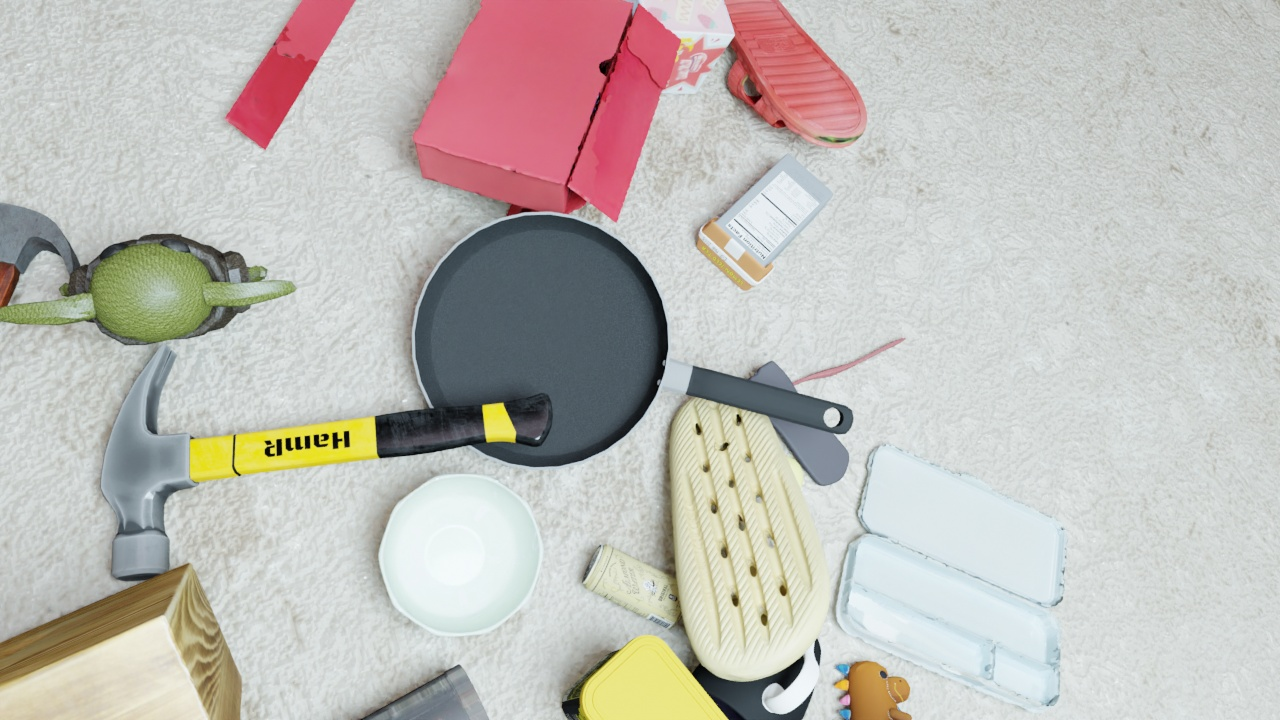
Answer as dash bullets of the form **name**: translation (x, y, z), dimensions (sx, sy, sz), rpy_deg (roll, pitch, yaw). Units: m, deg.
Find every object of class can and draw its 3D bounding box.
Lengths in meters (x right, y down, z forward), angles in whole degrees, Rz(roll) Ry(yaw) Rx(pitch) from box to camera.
- **can**: translation (-0.003, 0.178, 0.724), dimensions (0.079, 0.038, 0.038), rpy_deg (27, 64, -4)
- **can**: translation (0.010, 0.269, 0.655), dimensions (0.072, 0.101, 0.131), rpy_deg (-37, 82, -26)

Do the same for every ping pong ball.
- **ping pong ball**: translation (0.120, 0.101, 0.790), dimensions (0.040, 0.040, 0.040), rpy_deg (6, 67, -14)

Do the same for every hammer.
- **hammer**: translation (-0.493, 0.022, 0.654), dimensions (0.111, 0.028, 0.300), rpy_deg (11, 66, -11)
- **hammer**: translation (-0.227, 0.057, 0.685), dimensions (0.324, 0.034, 0.169), rpy_deg (-7, 70, -8)

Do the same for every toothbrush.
- **toothbrush**: translation (0.181, 0.011, 0.859), dimensions (0.184, 0.015, 0.015), rpy_deg (-22, 79, -24)

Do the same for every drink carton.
- **drink carton**: translation (0.120, -0.133, 0.880), dimensions (0.076, 0.049, 0.124), rpy_deg (43, 64, 4)

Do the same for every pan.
- **pan**: translation (-0.005, 0.004, 0.741), dimensions (0.355, 0.044, 0.204), rpy_deg (15, 88, -1)

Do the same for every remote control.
- **remote control**: translation (0.140, 0.059, 0.818), dimensions (0.046, 0.009, 0.124), rpy_deg (-43, 97, -24)

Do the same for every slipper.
- **slipper**: translation (0.084, 0.135, 0.732), dimensions (0.111, 0.079, 0.261), rpy_deg (-17, 46, 9)
- **slipper**: translation (0.142, -0.295, 0.949), dimensions (0.103, 0.059, 0.248), rpy_deg (-14, 57, -20)

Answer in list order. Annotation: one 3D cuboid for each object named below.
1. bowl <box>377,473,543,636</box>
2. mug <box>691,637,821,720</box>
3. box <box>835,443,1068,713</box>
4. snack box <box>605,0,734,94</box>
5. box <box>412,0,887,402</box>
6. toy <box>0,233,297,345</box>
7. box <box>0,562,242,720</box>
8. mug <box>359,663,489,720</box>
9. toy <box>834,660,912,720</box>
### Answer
- **bowl**: translation (-0.135, 0.144, 0.684), dimensions (0.117, 0.061, 0.117), rpy_deg (4, 76, -16)
- **mug**: translation (0.098, 0.237, 0.686), dimensions (0.085, 0.119, 0.100), rpy_deg (48, 54, 1)
- **box**: translation (0.279, 0.188, 0.809), dimensions (0.209, 0.038, 0.189), rpy_deg (22, 56, -7)
- **snack box**: translation (0.024, -0.321, 0.900), dimensions (0.094, 0.093, 0.079), rpy_deg (-7, 71, -26)
- **box**: translation (0.044, -0.162, 0.834), dimensions (0.467, 0.138, 0.214), rpy_deg (24, 62, -14)
- **toy**: translation (-0.347, -0.053, 0.666), dimensions (0.179, 0.153, 0.078), rpy_deg (-8, 98, -18)
- **box**: translation (-0.329, 0.291, 0.473), dimensions (0.278, 0.270, 0.264), rpy_deg (-21, 91, -23)
- **mug**: translation (-0.150, 0.285, 0.625), dimensions (0.107, 0.080, 0.116), rpy_deg (-23, 103, -22)
- **toy**: translation (0.166, 0.286, 0.732), dimensions (0.103, 0.071, 0.090), rpy_deg (-4, 54, 7)
